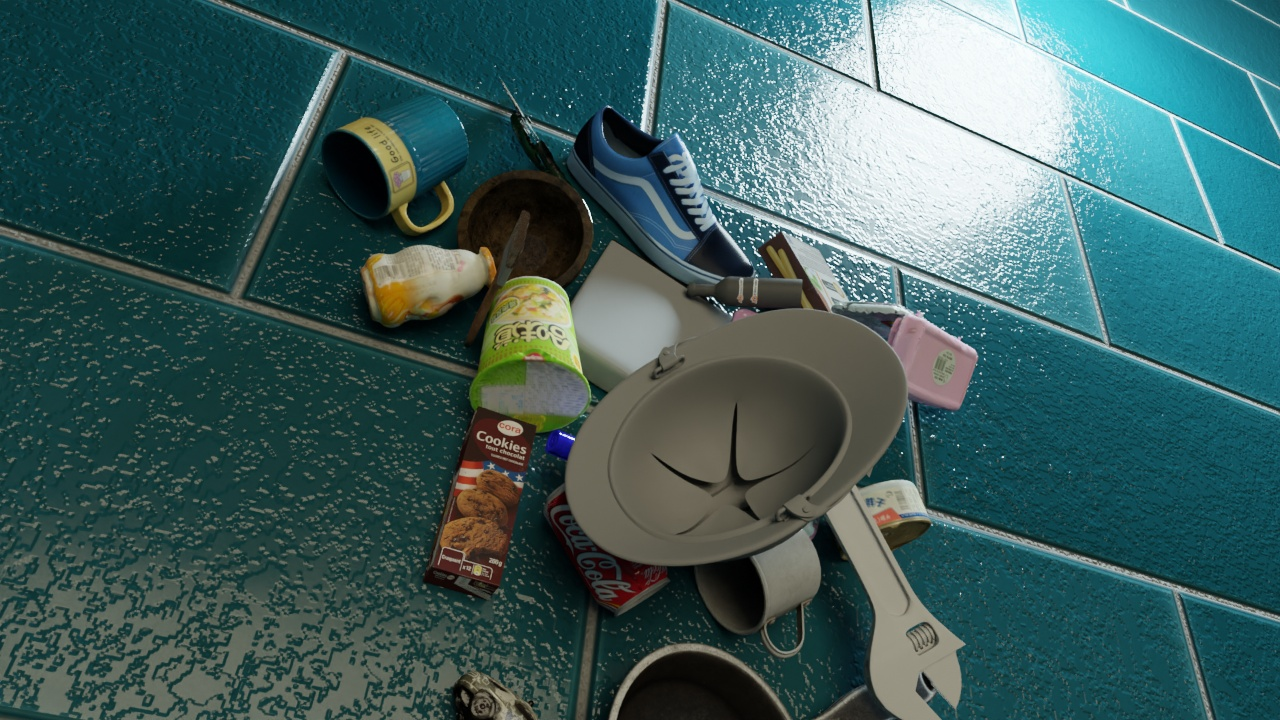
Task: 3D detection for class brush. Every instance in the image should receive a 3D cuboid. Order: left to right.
[{"bbox_3d":[-0.121,-0.058,0.755,0.008,0.143,0.045,20,43,-16],"label":"brush"}]

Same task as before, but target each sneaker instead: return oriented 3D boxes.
[{"bbox_3d":[0.032,-0.166,0.937,0.241,0.099,0.083,42,46,4],"label":"sneaker"}]

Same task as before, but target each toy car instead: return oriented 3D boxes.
[{"bbox_3d":[-0.083,0.256,0.624,0.113,0.049,0.040,47,54,6],"label":"toy car"}]

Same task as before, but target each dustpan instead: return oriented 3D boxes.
[{"bbox_3d":[-0.005,0.005,0.850,0.163,0.033,0.256,33,41,-5],"label":"dustpan"}]

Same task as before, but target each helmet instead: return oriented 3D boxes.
[{"bbox_3d":[0.077,0.080,0.706,0.270,0.118,0.183,-30,53,-15],"label":"helmet"}]

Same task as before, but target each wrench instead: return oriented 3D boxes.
[{"bbox_3d":[0.182,0.168,0.765,0.086,0.018,0.273,-25,77,-12],"label":"wrench"}]

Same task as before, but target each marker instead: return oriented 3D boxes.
[{"bbox_3d":[-0.016,0.092,0.766,0.141,0.020,0.020,27,48,-30],"label":"marker"}]

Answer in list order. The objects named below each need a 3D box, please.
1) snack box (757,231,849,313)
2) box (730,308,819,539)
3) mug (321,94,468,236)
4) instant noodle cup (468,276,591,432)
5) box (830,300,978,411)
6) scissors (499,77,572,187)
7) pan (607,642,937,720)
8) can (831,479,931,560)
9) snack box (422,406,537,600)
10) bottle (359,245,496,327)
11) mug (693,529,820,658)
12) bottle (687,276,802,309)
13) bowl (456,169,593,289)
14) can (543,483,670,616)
[{"bbox_3d":[0.198,-0.042,0.954,0.101,0.032,0.186,10,49,-57],"label":"snack box"},{"bbox_3d":[0.126,0.051,0.851,0.150,0.049,0.213,38,41,-13],"label":"box"},{"bbox_3d":[-0.214,-0.173,0.838,0.107,0.083,0.113,-43,112,-43],"label":"mug"},{"bbox_3d":[-0.093,-0.009,0.776,0.099,0.099,0.107,12,45,-20],"label":"instant noodle cup"},{"bbox_3d":[0.264,-0.009,0.937,0.103,0.087,0.201,22,5,35],"label":"box"},{"bbox_3d":[-0.098,-0.212,0.937,0.147,0.015,0.209,50,11,-38],"label":"scissors"},{"bbox_3d":[0.114,0.292,0.702,0.356,0.055,0.187,-1,58,-42],"label":"pan"},{"bbox_3d":[0.215,0.145,0.830,0.086,0.086,0.043,0,57,-27],"label":"can"},{"bbox_3d":[-0.123,0.108,0.714,0.051,0.032,0.140,20,52,-14],"label":"snack box"},{"bbox_3d":[-0.177,-0.067,0.773,0.108,0.063,0.063,-15,65,-17],"label":"bottle"},{"bbox_3d":[0.103,0.183,0.744,0.070,0.085,0.113,-14,57,-36],"label":"mug"},{"bbox_3d":[0.103,-0.068,0.913,0.113,0.030,0.030,3,52,9],"label":"bottle"},{"bbox_3d":[-0.105,-0.108,0.847,0.121,0.056,0.121,1,76,-4],"label":"bowl"},{"bbox_3d":[-0.026,0.142,0.721,0.064,0.064,0.104,-22,71,-36],"label":"can"}]
